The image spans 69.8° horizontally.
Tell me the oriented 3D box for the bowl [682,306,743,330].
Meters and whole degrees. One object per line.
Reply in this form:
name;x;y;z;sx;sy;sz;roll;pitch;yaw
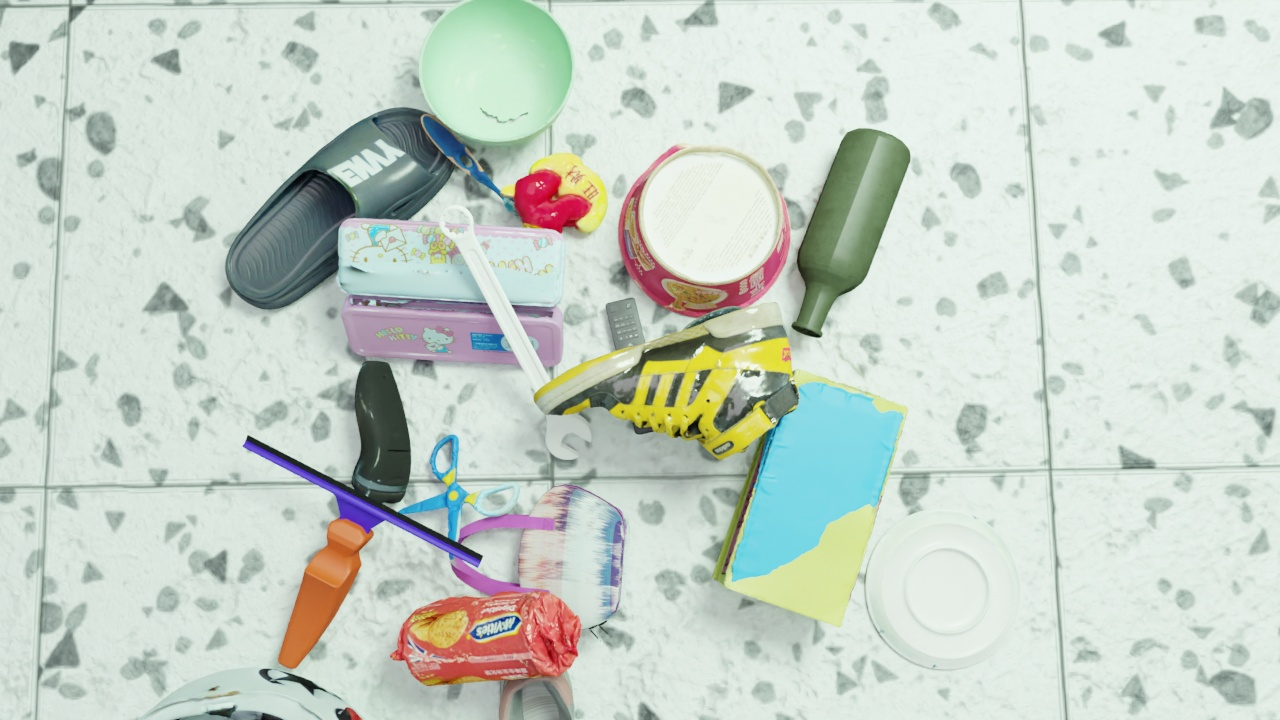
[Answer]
bowl;0.087;0.005;0.897;0.110;0.055;0.110;0;89;9

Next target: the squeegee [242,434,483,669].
squeegee;-0.296;0.207;0.872;0.249;0.055;0.185;26;93;3

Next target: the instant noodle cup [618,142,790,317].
instant noodle cup;0.067;-0.135;0.904;0.178;0.078;0.178;0;84;-1

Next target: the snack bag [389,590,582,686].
snack bag;-0.137;0.252;0.838;0.177;0.082;0.082;-12;84;22

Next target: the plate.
plate;0.300;0.224;0.902;0.157;0.014;0.157;0;84;-1

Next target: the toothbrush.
toothbrush;-0.168;-0.193;0.914;0.021;0.017;0.135;-42;109;10

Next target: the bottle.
bottle;0.200;-0.123;0.908;0.071;0.071;0.206;22;84;1

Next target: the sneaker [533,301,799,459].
sneaker;0.030;0.040;0.832;0.239;0.086;0.122;-20;82;5

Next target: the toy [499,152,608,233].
toy;-0.092;-0.143;0.910;0.105;0.067;0.137;27;84;-19

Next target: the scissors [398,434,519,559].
scissors;-0.175;0.131;0.888;0.130;0.014;0.125;-7;66;14

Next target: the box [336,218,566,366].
box;-0.179;-0.061;0.876;0.214;0.051;0.149;3;118;0

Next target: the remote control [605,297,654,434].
remote control;-0.005;0.005;0.920;0.032;0.015;0.136;-13;82;-2

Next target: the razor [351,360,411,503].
razor;-0.258;0.071;0.896;0.064;0.053;0.140;-15;76;30

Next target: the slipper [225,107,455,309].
slipper;-0.305;-0.160;0.901;0.268;0.083;0.110;-41;84;-4

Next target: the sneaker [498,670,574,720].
sneaker;-0.082;0.390;0.841;0.099;0.089;0.236;-14;84;-2

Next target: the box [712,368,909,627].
box;0.163;0.128;0.880;0.124;0.082;0.220;18;81;0

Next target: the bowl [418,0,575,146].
bowl;-0.139;-0.278;0.917;0.151;0.077;0.151;0;84;-1

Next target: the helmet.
helmet;-0.324;0.389;0.803;0.264;0.164;0.236;29;88;-4

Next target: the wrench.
wrench;-0.116;-0.020;0.862;0.047;0.009;0.273;-21;112;10

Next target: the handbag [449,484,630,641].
handbag;-0.099;0.190;0.881;0.170;0.068;0.144;3;85;6
